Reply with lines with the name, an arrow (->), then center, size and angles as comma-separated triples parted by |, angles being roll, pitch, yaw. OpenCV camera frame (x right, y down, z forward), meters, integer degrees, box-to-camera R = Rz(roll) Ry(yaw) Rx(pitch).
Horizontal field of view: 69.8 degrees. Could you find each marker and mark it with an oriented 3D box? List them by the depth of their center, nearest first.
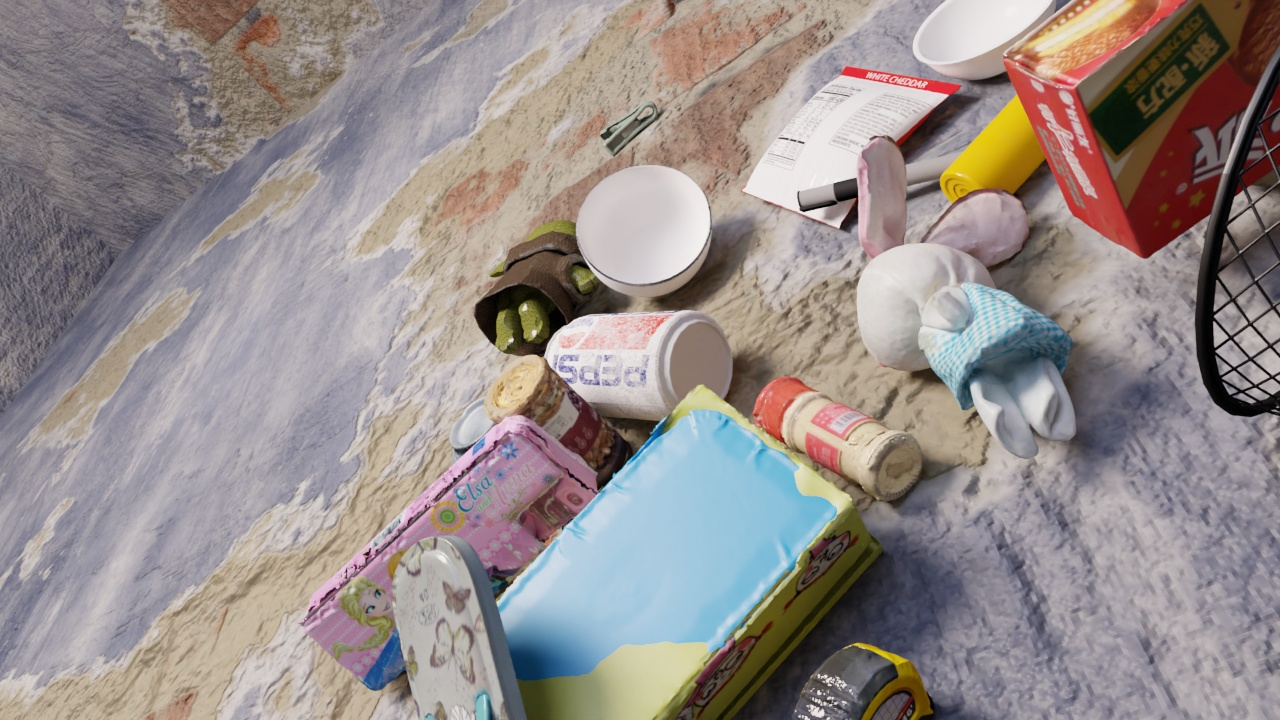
marker -> 0.183, -0.132, 0.666 | 0.141, 0.016, 0.016 | -10, 44, 26

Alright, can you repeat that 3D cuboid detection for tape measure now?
tape measure -> 0.096, 0.159, 0.407 | 0.037, 0.064, 0.065 | 13, 61, 51

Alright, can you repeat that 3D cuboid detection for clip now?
clip -> -0.012, -0.269, 1.049 | 0.076, 0.023, 0.059 | -34, 35, 17

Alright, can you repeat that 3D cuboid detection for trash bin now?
trash bin -> 0.330, -0.034, 0.283 | 0.184, 0.184, 0.210 | -50, 39, -10

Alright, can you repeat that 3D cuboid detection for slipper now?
slipper -> -0.079, 0.212, 0.412 | 0.098, 0.054, 0.268 | -24, 72, 38

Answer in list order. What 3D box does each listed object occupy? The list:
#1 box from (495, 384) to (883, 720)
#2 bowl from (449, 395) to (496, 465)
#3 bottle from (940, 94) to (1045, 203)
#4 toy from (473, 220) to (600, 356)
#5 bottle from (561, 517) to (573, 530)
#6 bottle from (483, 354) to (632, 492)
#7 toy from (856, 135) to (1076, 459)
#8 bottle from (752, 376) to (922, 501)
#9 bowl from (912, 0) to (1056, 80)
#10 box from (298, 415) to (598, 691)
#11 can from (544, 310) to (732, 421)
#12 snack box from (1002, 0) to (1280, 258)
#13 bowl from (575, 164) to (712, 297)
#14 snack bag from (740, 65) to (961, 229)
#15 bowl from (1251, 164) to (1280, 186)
box -> 0.009, 0.133, 0.491 | 0.220, 0.081, 0.124 | -46, 53, -9
bowl -> -0.116, 0.066, 0.746 | 0.137, 0.057, 0.136 | -28, 35, 22
bottle -> 0.263, -0.159, 0.610 | 0.143, 0.043, 0.043 | -46, 33, -5
toy -> -0.090, -0.069, 0.851 | 0.180, 0.078, 0.152 | -18, 32, 34
bottle -> -0.026, 0.134, 0.596 | 0.030, 0.030, 0.113 | -46, 33, -4
bottle -> -0.058, 0.049, 0.657 | 0.056, 0.105, 0.056 | -28, 36, 22
toy -> 0.179, -0.020, 0.521 | 0.205, 0.131, 0.106 | -100, 31, -44
bottle -> 0.113, 0.044, 0.539 | 0.044, 0.044, 0.109 | -48, 34, -8
bowl -> 0.271, -0.250, 0.707 | 0.110, 0.040, 0.109 | -28, 35, 22
box -> -0.134, 0.138, 0.630 | 0.231, 0.084, 0.053 | -42, 27, 16
can -> -0.004, 0.004, 0.677 | 0.136, 0.078, 0.078 | 1, 53, 47
snack box -> 0.297, -0.164, 0.419 | 0.236, 0.113, 0.060 | -37, 34, 9
bowl -> 0.006, -0.103, 0.781 | 0.113, 0.063, 0.113 | -2, 70, 6
snack bag -> 0.162, -0.179, 0.741 | 0.144, 0.039, 0.131 | -50, 37, -2
bowl -> 0.359, -0.143, 0.481 | 0.153, 0.050, 0.152 | -28, 36, 22
